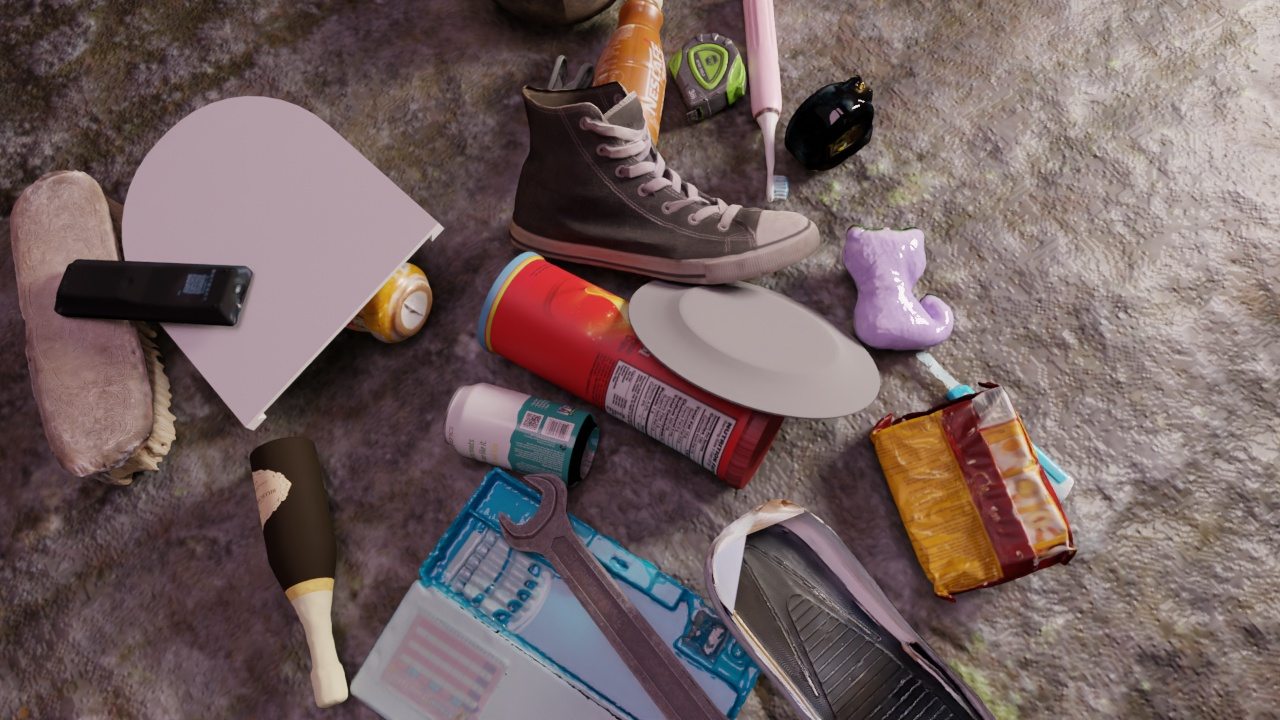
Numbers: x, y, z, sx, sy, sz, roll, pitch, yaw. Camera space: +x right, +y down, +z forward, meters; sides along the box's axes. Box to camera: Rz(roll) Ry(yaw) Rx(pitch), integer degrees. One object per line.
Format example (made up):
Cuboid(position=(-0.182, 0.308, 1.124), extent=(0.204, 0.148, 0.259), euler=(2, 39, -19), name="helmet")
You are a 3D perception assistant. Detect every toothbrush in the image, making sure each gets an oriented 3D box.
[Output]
Cuboid(position=(0.104, -0.228, 0.763), extent=(0.026, 0.027, 0.222), euler=(-4, 69, 5), name="toothbrush")

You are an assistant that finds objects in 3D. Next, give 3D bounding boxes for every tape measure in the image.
Cuboid(position=(0.149, -0.182, 0.718), extent=(0.072, 0.071, 0.042), euler=(-36, 73, -3), name="tape measure")
Cuboid(position=(0.057, -0.237, 0.766), extent=(0.059, 0.036, 0.065), euler=(-20, 71, 6), name="tape measure")

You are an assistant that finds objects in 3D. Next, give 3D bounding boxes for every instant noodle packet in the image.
Cuboid(position=(0.220, 0.085, 0.615), extent=(0.099, 0.039, 0.135), euler=(-20, 68, 8), name="instant noodle packet")

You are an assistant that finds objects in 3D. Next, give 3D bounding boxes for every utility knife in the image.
Cuboid(position=(0.245, 0.045, 0.648), extent=(0.022, 0.015, 0.141), euler=(-38, 67, -14), name="utility knife")

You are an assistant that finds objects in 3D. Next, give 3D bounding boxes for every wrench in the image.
Cuboid(position=(0.001, 0.182, 0.577), extent=(0.070, 0.010, 0.273), euler=(-39, 71, -8), name="wrench")

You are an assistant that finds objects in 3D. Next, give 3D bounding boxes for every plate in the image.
Cuboid(position=(0.079, -0.018, 0.626), extent=(0.178, 0.012, 0.178), euler=(13, 30, -8), name="plate")

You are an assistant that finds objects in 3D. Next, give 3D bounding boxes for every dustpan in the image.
Cuboid(position=(-0.287, -0.093, 0.706), extent=(0.258, 0.053, 0.191), euler=(41, 86, 24), name="dustpan")

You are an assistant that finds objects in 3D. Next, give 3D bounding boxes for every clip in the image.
Cuboid(position=(-0.067, -0.224, 0.778), extent=(0.037, 0.023, 0.075), euler=(19, 73, 10), name="clip")

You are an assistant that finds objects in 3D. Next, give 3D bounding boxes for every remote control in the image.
Cuboid(position=(-0.356, -0.052, 0.663), extent=(0.150, 0.022, 0.047), euler=(3, 68, 13), name="remote control")

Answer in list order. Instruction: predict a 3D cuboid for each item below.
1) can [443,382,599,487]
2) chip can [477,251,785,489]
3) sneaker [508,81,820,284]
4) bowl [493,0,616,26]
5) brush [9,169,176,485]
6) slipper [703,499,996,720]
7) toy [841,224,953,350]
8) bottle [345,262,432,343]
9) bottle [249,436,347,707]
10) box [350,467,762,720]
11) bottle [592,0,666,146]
Cuboid(position=(-0.084, 0.052, 0.650), extent=(0.102, 0.055, 0.054), euler=(15, 70, 11), name="can")
Cuboid(position=(-0.004, 0.004, 0.647), extent=(0.213, 0.087, 0.087), euler=(27, 73, 15), name="chip can")
Cuboid(position=(0.018, -0.131, 0.670), extent=(0.235, 0.120, 0.095), euler=(13, 31, 15), name="sneaker")
Cuboid(position=(-0.073, -0.364, 0.808), extent=(0.162, 0.070, 0.162), euler=(-2, 68, 4), name="bowl")
Cuboid(position=(-0.427, -0.031, 0.712), extent=(0.083, 0.057, 0.271), euler=(-22, 69, -8), name="brush")
Cuboid(position=(0.135, 0.208, 0.562), extent=(0.111, 0.063, 0.264), euler=(-34, 79, -22), name="slipper")
Cuboid(position=(0.191, -0.054, 0.681), extent=(0.080, 0.036, 0.099), euler=(2, 72, -6), name="toy")
Cuboid(position=(-0.215, -0.056, 0.701), extent=(0.109, 0.063, 0.063), euler=(21, 71, 18), name="bottle")
Cuboid(position=(-0.230, 0.144, 0.631), extent=(0.045, 0.045, 0.184), euler=(-19, 68, -3), name="bottle")
Cuboid(position=(-0.055, 0.201, 0.597), extent=(0.227, 0.039, 0.181), euler=(30, 75, 15), name="box")
Cuboid(position=(-0.007, -0.244, 0.760), extent=(0.059, 0.059, 0.166), euler=(5, 68, 7), name="bottle")
